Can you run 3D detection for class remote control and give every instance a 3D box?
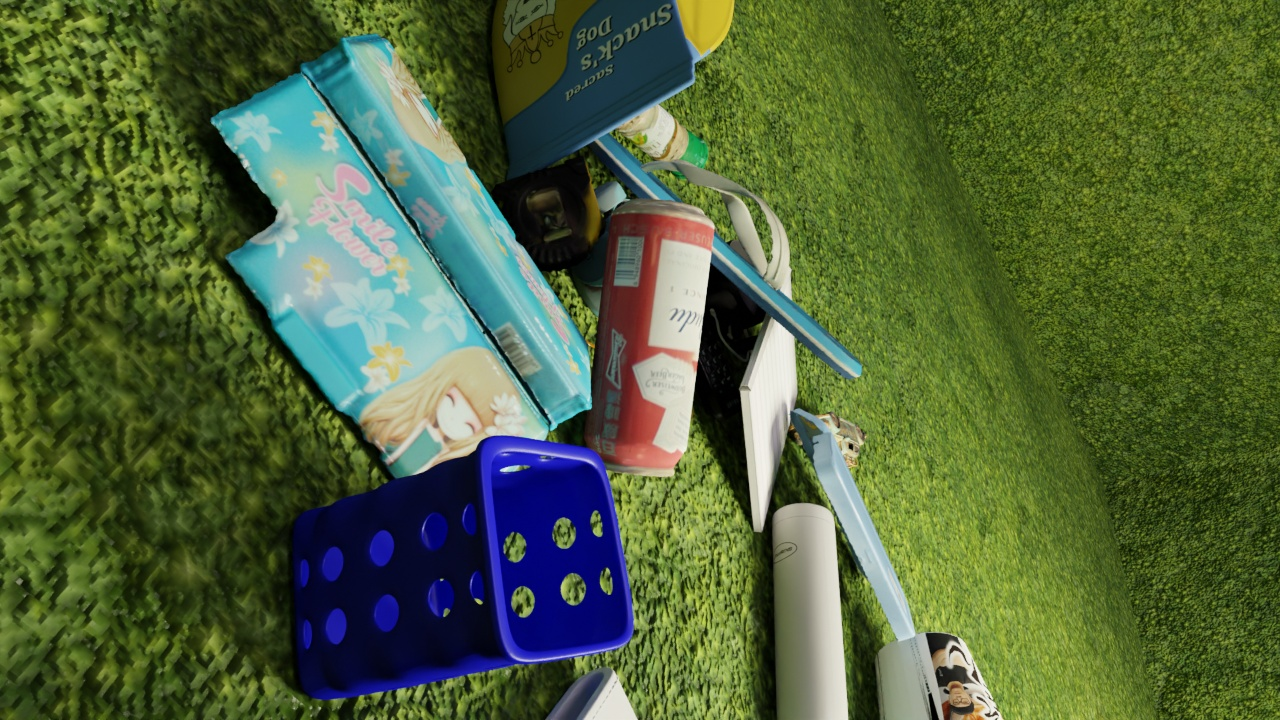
[{"bbox_3d":[0.042,-0.022,0.757,0.047,0.022,0.150,-20,87,-61],"label":"remote control"}]

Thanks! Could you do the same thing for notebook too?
[{"bbox_3d":[0.116,0.027,0.805,0.209,0.009,0.143,-62,148,-54],"label":"notebook"}]

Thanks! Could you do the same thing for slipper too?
[{"bbox_3d":[0.076,-0.099,0.728,0.295,0.060,0.118,41,7,-4],"label":"slipper"}]

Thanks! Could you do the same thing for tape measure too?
[{"bbox_3d":[-0.058,-0.090,0.583,0.038,0.067,0.062,125,-52,-81],"label":"tape measure"}]

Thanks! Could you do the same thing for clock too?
[{"bbox_3d":[0.081,-0.054,0.820,0.091,0.043,0.120,41,39,-41],"label":"clock"},{"bbox_3d":[-0.018,-0.075,0.656,0.124,0.053,0.089,40,39,-41],"label":"clock"}]

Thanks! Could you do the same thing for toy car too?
[{"bbox_3d":[0.190,0.085,0.908,0.111,0.047,0.047,25,46,-51],"label":"toy car"}]

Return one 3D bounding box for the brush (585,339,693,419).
[{"bbox_3d":[-0.004,0.004,0.664,0.126,0.017,0.048,34,44,-46],"label":"brush"}]

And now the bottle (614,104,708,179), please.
[{"bbox_3d":[0.016,-0.199,0.805,0.111,0.043,0.043,24,52,-51],"label":"bottle"}]

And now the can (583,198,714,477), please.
[{"bbox_3d":[0.005,-0.014,0.585,0.067,0.067,0.170,8,90,-58],"label":"can"}]

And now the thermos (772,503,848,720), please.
[{"bbox_3d":[0.131,0.221,0.714,0.052,0.052,0.223,44,38,-38],"label":"thermos"}]

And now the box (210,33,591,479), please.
[{"bbox_3d":[-0.109,-0.050,0.477,0.227,0.072,0.181,58,29,-20],"label":"box"}]

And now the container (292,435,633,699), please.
[{"bbox_3d":[-0.077,0.089,0.384,0.084,0.114,0.085,18,57,-55],"label":"container"}]

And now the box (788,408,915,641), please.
[{"bbox_3d":[0.196,0.145,0.837,0.127,0.034,0.209,-101,165,-70],"label":"box"}]

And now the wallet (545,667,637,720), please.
[{"bbox_3d":[-0.020,0.239,0.465,0.115,0.038,0.118,66,26,-6],"label":"wallet"}]

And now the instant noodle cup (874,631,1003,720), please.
[{"bbox_3d":[0.268,0.321,0.828,0.123,0.124,0.121,45,28,-36],"label":"instant noodle cup"}]

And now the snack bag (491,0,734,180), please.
[{"bbox_3d":[-0.023,-0.221,0.634,0.102,0.159,0.204,40,41,-38],"label":"snack bag"}]
